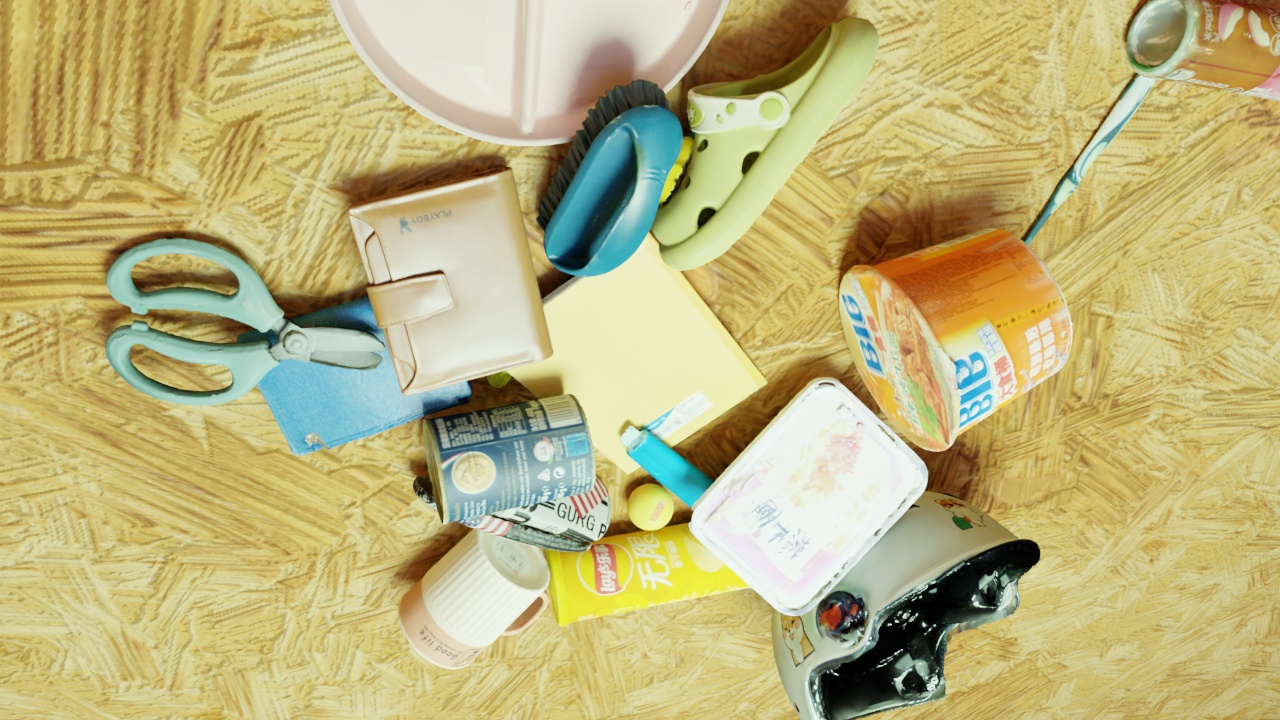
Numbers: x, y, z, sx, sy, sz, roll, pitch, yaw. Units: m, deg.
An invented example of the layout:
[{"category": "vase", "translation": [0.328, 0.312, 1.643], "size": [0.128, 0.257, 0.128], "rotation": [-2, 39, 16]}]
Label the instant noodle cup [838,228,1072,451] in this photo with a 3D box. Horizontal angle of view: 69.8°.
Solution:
[{"category": "instant noodle cup", "translation": [0.235, -0.022, 0.684], "size": [0.111, 0.151, 0.151], "rotation": [-25, 132, -8]}]

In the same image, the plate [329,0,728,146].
[{"category": "plate", "translation": [-0.056, -0.227, 0.497], "size": [0.229, 0.028, 0.230], "rotation": [-9, 131, -11]}]

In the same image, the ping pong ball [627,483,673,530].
[{"category": "ping pong ball", "translation": [0.009, 0.127, 0.796], "size": [0.040, 0.040, 0.040], "rotation": [-9, 130, -11]}]

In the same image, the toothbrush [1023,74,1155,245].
[{"category": "toothbrush", "translation": [0.333, -0.138, 0.698], "size": [0.016, 0.018, 0.192], "rotation": [11, 124, -25]}]

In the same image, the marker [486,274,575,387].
[{"category": "marker", "translation": [-0.072, -0.025, 0.664], "size": [0.018, 0.015, 0.124], "rotation": [26, 117, -37]}]

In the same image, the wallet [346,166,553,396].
[{"category": "wallet", "translation": [-0.120, -0.050, 0.594], "size": [0.107, 0.031, 0.132], "rotation": [-15, 113, -13]}]

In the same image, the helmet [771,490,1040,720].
[{"category": "helmet", "translation": [0.222, 0.216, 0.858], "size": [0.229, 0.157, 0.275], "rotation": [-2, 128, -35]}]

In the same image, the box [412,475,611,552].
[{"category": "box", "translation": [-0.107, 0.118, 0.747], "size": [0.162, 0.076, 0.088], "rotation": [25, 138, -35]}]

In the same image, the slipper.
[{"category": "slipper", "translation": [0.063, -0.145, 0.576], "size": [0.081, 0.091, 0.191], "rotation": [38, 111, -10]}]

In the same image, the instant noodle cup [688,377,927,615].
[{"category": "instant noodle cup", "translation": [0.137, 0.110, 0.774], "size": [0.138, 0.060, 0.173], "rotation": [43, 94, -10]}]

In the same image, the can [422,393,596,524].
[{"category": "can", "translation": [-0.093, 0.069, 0.658], "size": [0.111, 0.075, 0.075], "rotation": [-10, 130, -18]}]

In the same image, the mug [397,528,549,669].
[{"category": "mug", "translation": [-0.130, 0.203, 0.789], "size": [0.114, 0.081, 0.106], "rotation": [30, 113, -38]}]

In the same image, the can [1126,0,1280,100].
[{"category": "can", "translation": [0.412, -0.216, 0.633], "size": [0.147, 0.057, 0.058], "rotation": [2, 127, -19]}]

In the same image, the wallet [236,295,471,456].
[{"category": "wallet", "translation": [-0.193, 0.007, 0.638], "size": [0.133, 0.040, 0.106], "rotation": [-18, 122, -3]}]

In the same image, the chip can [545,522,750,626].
[{"category": "chip can", "translation": [0.024, 0.184, 0.827], "size": [0.213, 0.072, 0.072], "rotation": [-7, 130, -11]}]

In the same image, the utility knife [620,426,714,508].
[{"category": "utility knife", "translation": [0.029, 0.094, 0.782], "size": [0.034, 0.018, 0.159], "rotation": [-33, 136, 14]}]

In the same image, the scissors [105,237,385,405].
[{"category": "scissors", "translation": [-0.248, -0.036, 0.580], "size": [0.185, 0.019, 0.130], "rotation": [-9, 112, -7]}]

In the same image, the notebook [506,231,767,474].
[{"category": "notebook", "translation": [-0.004, 0.004, 0.700], "size": [0.146, 0.010, 0.206], "rotation": [-34, 135, 10]}]

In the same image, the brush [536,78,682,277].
[{"category": "brush", "translation": [-0.018, -0.098, 0.561], "size": [0.055, 0.073, 0.144], "rotation": [1, 148, -30]}]
